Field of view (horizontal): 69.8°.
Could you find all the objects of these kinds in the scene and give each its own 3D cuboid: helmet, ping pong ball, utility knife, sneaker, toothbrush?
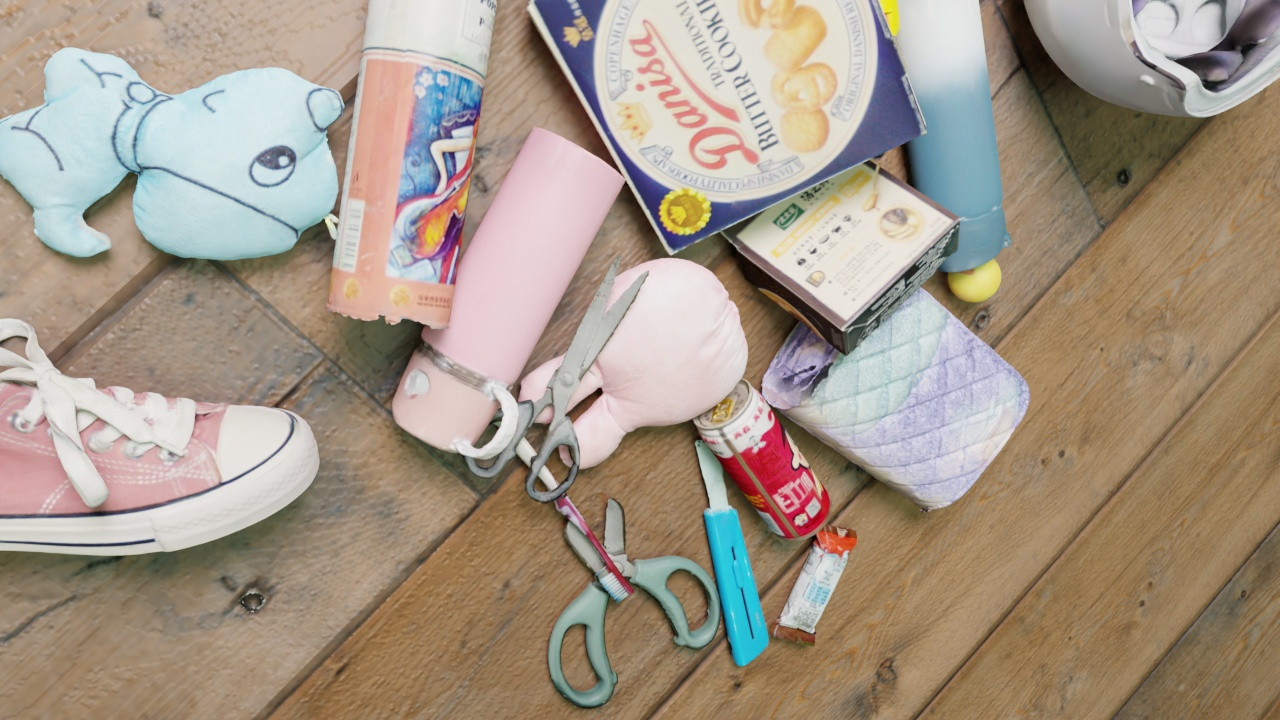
[{"bbox_3d":[0.362,-0.302,0.652,0.228,0.146,0.259,-30,107,-16],"label":"helmet"},{"bbox_3d":[0.268,-0.067,0.736,0.040,0.040,0.040,-7,108,-23],"label":"ping pong ball"},{"bbox_3d":[0.069,0.151,0.721,0.034,0.018,0.205,-21,111,-18],"label":"utility knife"},{"bbox_3d":[-0.293,0.041,0.473,0.240,0.118,0.088,-1,126,-19],"label":"sneaker"},{"bbox_3d":[-0.058,0.099,0.637,0.017,0.016,0.187,-35,110,-5],"label":"toothbrush"}]

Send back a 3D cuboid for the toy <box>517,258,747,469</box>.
[{"bbox_3d":[-0.004,0.004,0.623,0.159,0.054,0.121,-34,117,1],"label":"toy"}]

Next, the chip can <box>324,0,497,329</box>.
[{"bbox_3d":[-0.124,-0.127,0.503,0.071,0.071,0.215,8,95,-27],"label":"chip can"}]

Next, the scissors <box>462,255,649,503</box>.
[{"bbox_3d":[-0.055,0.013,0.588,0.150,0.014,0.171,-9,113,-2],"label":"scissors"}]

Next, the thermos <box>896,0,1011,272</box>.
[{"bbox_3d":[0.223,-0.173,0.671,0.070,0.070,0.220,-24,114,-17],"label":"thermos"}]

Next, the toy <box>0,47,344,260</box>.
[{"bbox_3d":[-0.237,-0.103,0.485,0.161,0.050,0.156,-46,120,5],"label":"toy"}]

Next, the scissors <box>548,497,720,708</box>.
[{"bbox_3d":[-0.023,0.191,0.688,0.176,0.019,0.175,-46,118,-5],"label":"scissors"}]

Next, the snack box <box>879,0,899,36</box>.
[{"bbox_3d":[0.115,-0.238,0.597,0.080,0.082,0.091,-18,113,-5],"label":"snack box"}]

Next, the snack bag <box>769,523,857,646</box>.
[{"bbox_3d":[0.145,0.185,0.760,0.048,0.026,0.104,19,97,-22],"label":"snack bag"}]

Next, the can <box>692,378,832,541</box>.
[{"bbox_3d":[0.092,0.075,0.685,0.053,0.053,0.133,-42,120,-9],"label":"can"}]

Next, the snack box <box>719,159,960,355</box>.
[{"bbox_3d":[0.135,-0.086,0.638,0.113,0.125,0.053,-42,150,-8],"label":"snack box"}]

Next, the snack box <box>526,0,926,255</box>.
[{"bbox_3d":[0.056,-0.180,0.557,0.183,0.045,0.178,-25,117,14],"label":"snack box"}]

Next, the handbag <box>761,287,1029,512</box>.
[{"bbox_3d":[0.201,0.023,0.713,0.194,0.075,0.134,34,93,-28],"label":"handbag"}]

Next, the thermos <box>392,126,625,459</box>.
[{"bbox_3d":[-0.077,-0.036,0.559,0.067,0.087,0.198,28,90,-57],"label":"thermos"}]
